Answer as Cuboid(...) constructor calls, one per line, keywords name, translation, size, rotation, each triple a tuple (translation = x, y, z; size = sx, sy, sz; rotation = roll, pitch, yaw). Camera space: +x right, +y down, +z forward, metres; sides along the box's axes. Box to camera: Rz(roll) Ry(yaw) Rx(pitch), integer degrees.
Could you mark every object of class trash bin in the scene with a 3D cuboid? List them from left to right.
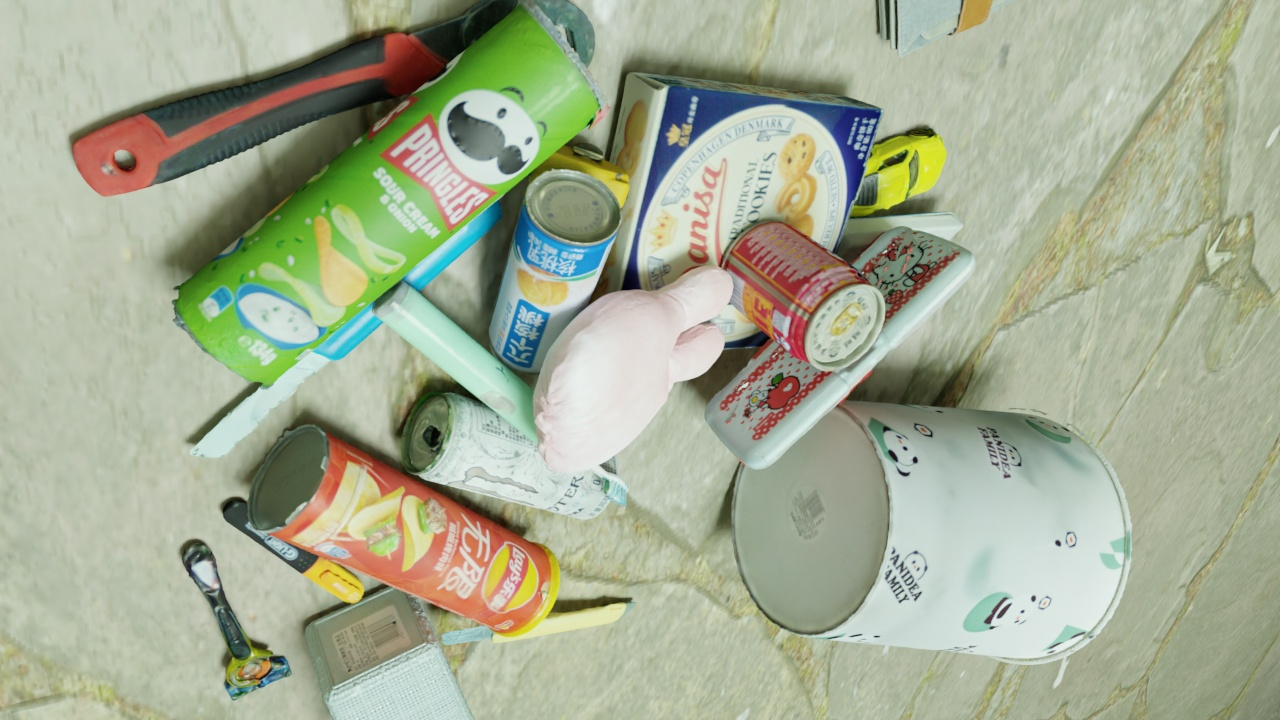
Cuboid(name="trash bin", translation=(0.229, 0.139, 0.771), size=(0.251, 0.229, 0.230), rotation=(9, 113, -30))

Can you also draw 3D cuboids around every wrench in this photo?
Cuboid(name="wrench", translation=(-0.147, -0.142, 0.476), size=(0.273, 0.016, 0.056), rotation=(-23, 128, -20))

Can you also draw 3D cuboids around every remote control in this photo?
Cuboid(name="remote control", translation=(0.188, -0.091, 0.706), size=(0.124, 0.024, 0.049), rotation=(-9, 155, -28))

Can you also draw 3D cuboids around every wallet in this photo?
Cuboid(name="wallet", translation=(0.217, -0.272, 0.611), size=(0.129, 0.037, 0.107), rotation=(-27, 129, -15))

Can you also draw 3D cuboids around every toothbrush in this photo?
Cuboid(name="toothbrush", translation=(-0.077, 0.027, 0.575), size=(0.027, 0.027, 0.224), rotation=(-26, 129, 27))

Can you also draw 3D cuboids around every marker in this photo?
Cuboid(name="marker", translation=(-0.225, 0.127, 0.600), size=(0.018, 0.015, 0.124), rotation=(-43, 131, -8))

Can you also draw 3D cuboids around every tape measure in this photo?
Cuboid(name="tape measure", translation=(-0.035, -0.112, 0.538), size=(0.060, 0.057, 0.029), rotation=(17, 108, -12))

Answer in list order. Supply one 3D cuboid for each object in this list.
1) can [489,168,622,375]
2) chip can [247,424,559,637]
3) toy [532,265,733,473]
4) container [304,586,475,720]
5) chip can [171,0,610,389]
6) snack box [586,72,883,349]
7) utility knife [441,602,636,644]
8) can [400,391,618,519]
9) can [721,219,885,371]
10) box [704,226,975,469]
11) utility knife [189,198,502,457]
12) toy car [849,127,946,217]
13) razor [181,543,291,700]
Cuboid(name="can", translation=(-0.054, -0.046, 0.536), size=(0.053, 0.053, 0.135), rotation=(-12, 152, -26))
Cuboid(name="chip can", translation=(-0.148, 0.119, 0.607), size=(0.073, 0.073, 0.216), rotation=(-48, 132, 3))
Cuboid(name="toy", translation=(-0.003, 0.003, 0.568), size=(0.159, 0.054, 0.121), rotation=(-32, 144, -33))
Cuboid(name="container", translation=(-0.178, 0.230, 0.650), size=(0.089, 0.090, 0.112), rotation=(-23, 126, -19))
Cuboid(name="chip can", translation=(-0.127, -0.083, 0.474), size=(0.236, 0.072, 0.072), rotation=(-39, 132, 2))
Cuboid(name="snack box", translation=(0.059, -0.093, 0.619), size=(0.182, 0.046, 0.178), rotation=(-5, 122, -31))
Cuboid(name="utility knife", translation=(-0.076, 0.211, 0.729), size=(0.201, 0.021, 0.031), rotation=(4, 129, -51))
Cuboid(name="can", translation=(-0.085, 0.066, 0.621), size=(0.146, 0.058, 0.058), rotation=(23, 105, -41))
Cuboid(name="can", translation=(0.102, -0.042, 0.584), size=(0.066, 0.094, 0.067), rotation=(-17, 128, -23))
Cuboid(name="box", translation=(0.142, 0.002, 0.639), size=(0.201, 0.100, 0.110), rotation=(-44, 134, 0))
Cuboid(name="utility knife", translation=(-0.170, -0.023, 0.535), size=(0.234, 0.018, 0.034), rotation=(-43, 131, -3))
Cuboid(name="toy car", translation=(0.189, -0.138, 0.683), size=(0.105, 0.032, 0.048), rotation=(-23, 128, -21))
Cuboid(name="razor", translation=(-0.267, 0.173, 0.599), size=(0.042, 0.022, 0.143), rotation=(-21, 128, -23))
